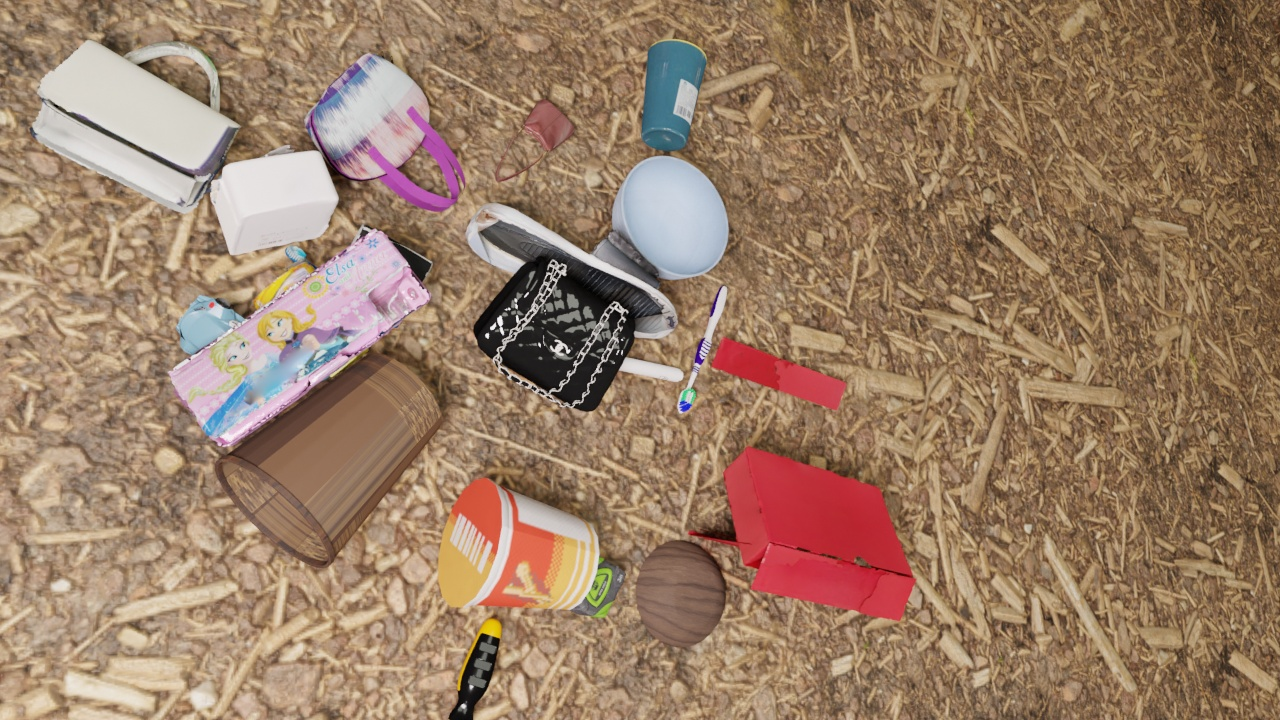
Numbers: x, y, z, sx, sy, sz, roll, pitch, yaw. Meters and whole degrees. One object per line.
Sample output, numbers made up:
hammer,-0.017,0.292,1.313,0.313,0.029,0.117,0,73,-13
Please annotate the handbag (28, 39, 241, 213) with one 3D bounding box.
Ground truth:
handbag,-0.456,-0.235,0.865,0.151,0.074,0.175,28,45,-23

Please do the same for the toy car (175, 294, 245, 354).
toy car,-0.375,-0.011,0.848,0.107,0.027,0.060,38,101,-17

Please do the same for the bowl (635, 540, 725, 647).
bowl,0.054,0.264,1.041,0.119,0.032,0.119,8,73,-28

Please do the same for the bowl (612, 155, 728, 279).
bowl,0.025,-0.163,1.111,0.150,0.075,0.150,8,74,-29

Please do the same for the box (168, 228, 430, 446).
box,-0.302,-0.022,0.818,0.230,0.063,0.084,-38,99,-12

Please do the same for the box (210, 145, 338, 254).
box,-0.358,-0.169,0.873,0.102,0.108,0.102,-18,83,-32

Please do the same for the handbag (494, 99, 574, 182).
handbag,-0.131,-0.250,1.076,0.055,0.029,0.119,42,66,-12

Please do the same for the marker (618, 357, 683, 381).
marker,-0.006,0.006,1.081,0.133,0.020,0.017,12,67,-27

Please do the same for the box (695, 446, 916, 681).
box,0.177,0.316,0.999,0.212,0.128,0.424,18,71,-27

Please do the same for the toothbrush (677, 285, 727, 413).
toothbrush,0.079,-0.017,1.140,0.015,0.016,0.186,30,64,-20

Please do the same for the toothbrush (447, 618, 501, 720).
toothbrush,-0.174,0.348,0.888,0.031,0.031,0.196,24,68,-18

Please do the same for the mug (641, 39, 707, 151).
mug,0.039,-0.334,1.168,0.078,0.078,0.121,16,74,-26

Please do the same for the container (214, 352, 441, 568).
container,-0.276,0.084,0.846,0.132,0.132,0.166,48,53,-11

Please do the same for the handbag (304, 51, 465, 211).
handbag,-0.259,-0.231,0.978,0.170,0.068,0.144,44,60,-21

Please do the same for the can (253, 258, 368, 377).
can,-0.314,-0.037,0.885,0.105,0.068,0.067,51,58,-9

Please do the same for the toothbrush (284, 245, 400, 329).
toothbrush,-0.301,-0.074,0.932,0.135,0.017,0.021,37,64,-17

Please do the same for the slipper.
slipper,-0.065,-0.108,1.030,0.263,0.111,0.063,24,59,-18

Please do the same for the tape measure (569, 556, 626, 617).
tape measure,-0.054,0.241,0.983,0.058,0.036,0.065,45,56,-24

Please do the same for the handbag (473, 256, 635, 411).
handbag,-0.084,-0.027,0.971,0.153,0.114,0.125,33,93,-16

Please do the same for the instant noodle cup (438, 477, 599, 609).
instant noodle cup,-0.118,0.192,0.915,0.121,0.124,0.123,21,67,-33

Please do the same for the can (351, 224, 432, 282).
can,-0.260,-0.109,0.957,0.080,0.032,0.031,30,64,-21
